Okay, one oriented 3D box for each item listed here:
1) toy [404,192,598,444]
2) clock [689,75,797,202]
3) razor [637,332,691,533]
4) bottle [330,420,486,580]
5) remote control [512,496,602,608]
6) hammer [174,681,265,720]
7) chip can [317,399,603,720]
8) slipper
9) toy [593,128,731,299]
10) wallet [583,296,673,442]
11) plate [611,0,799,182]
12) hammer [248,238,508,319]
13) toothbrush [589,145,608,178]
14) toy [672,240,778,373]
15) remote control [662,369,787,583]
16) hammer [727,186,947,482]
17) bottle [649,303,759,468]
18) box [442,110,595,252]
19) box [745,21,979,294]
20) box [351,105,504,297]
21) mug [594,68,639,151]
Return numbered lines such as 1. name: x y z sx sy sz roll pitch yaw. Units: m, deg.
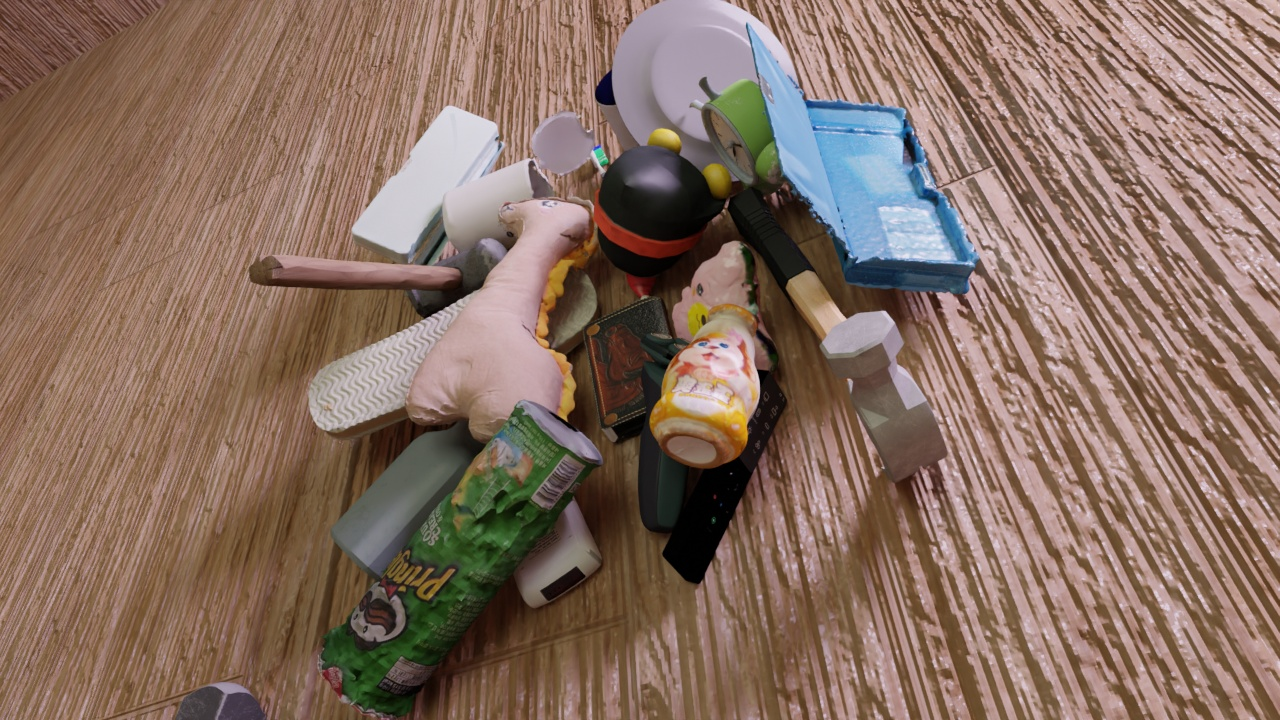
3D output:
1. toy: -0.078 -0.033 0.746 0.196 0.065 0.263 23 53 12
2. clock: 0.093 -0.182 0.761 0.042 0.119 0.094 -34 3 -3
3. razor: 0.018 0.048 0.638 0.052 0.047 0.142 148 131 -62
4. bottle: -0.168 0.096 0.730 0.161 0.046 0.072 -49 43 -15
5. remote control: -0.076 0.113 0.670 0.060 0.025 0.138 -34 44 1
6. hammer: -0.186 0.274 0.586 0.323 0.043 0.155 -12 46 21
7. chip can: -0.118 0.129 0.613 0.223 0.075 0.075 -52 43 0
8. slipper: -0.158 -0.004 0.803 0.263 0.052 0.115 -24 51 -6
9. toy: 0.007 -0.119 0.772 0.097 0.119 0.099 40 46 23
10. wallet: -0.004 0.004 0.727 0.072 0.019 0.123 -24 43 11
11. plate: 0.062 -0.246 0.820 0.178 0.178 0.012 -51 5 -17
12. hammer: -0.206 -0.069 0.756 0.098 0.327 0.052 -20 88 16
13. toothbrush: -0.025 -0.165 0.902 0.016 0.015 0.186 -26 42 3
14. toy: 0.058 -0.032 0.684 0.093 0.050 0.102 -12 86 45
15. remote control: 0.059 0.074 0.610 0.013 0.034 0.149 6 55 40
16. hammer: 0.119 -0.041 0.633 0.039 0.131 0.327 -29 32 7
17. bottle: 0.047 0.014 0.597 0.063 0.063 0.108 -3 50 31
18. box: -0.117 -0.174 0.914 0.160 0.084 0.118 -18 47 15
19. box: 0.144 -0.146 0.677 0.066 0.173 0.231 -53 23 36
20. box: -0.212 -0.163 0.975 0.086 0.096 0.198 22 62 10
21. mug: 0.017 -0.220 0.863 0.079 0.097 0.111 -28 42 7
